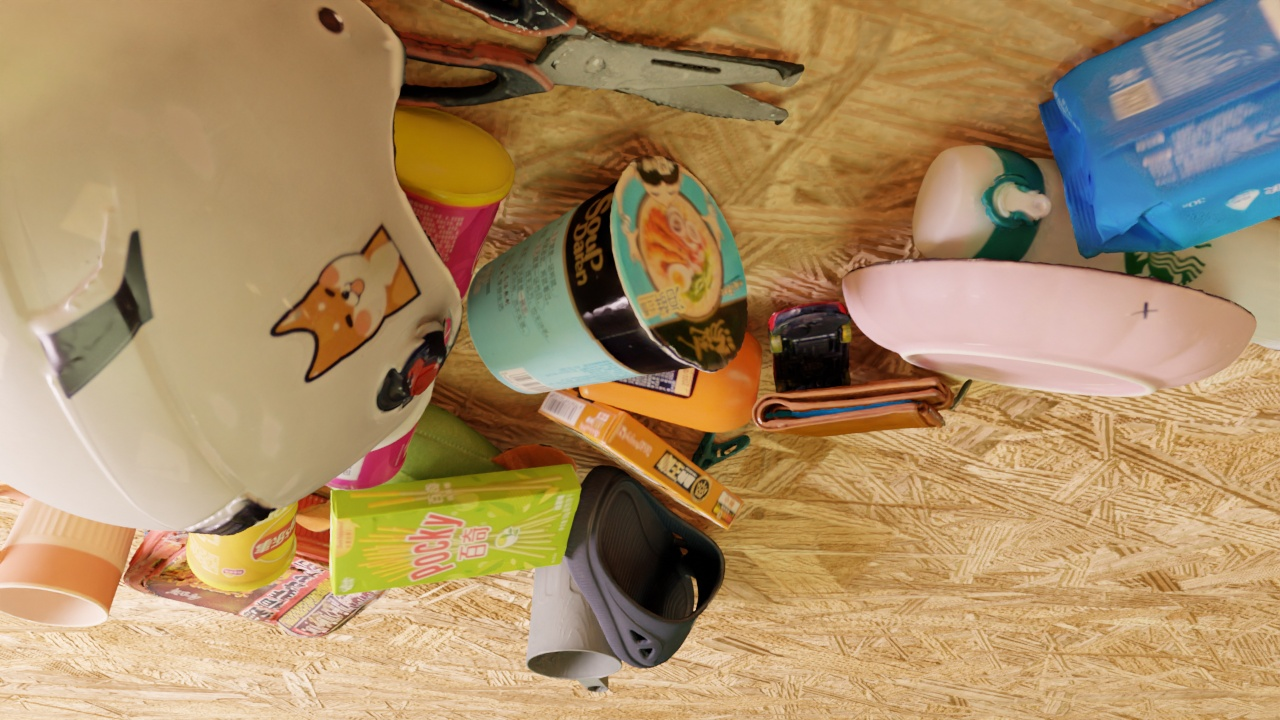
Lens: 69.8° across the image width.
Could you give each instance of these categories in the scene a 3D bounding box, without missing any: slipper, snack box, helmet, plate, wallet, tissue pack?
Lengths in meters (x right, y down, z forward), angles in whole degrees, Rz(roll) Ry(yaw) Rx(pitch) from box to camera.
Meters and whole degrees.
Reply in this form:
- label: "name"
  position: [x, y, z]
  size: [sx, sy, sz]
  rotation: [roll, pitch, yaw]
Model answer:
- label: "slipper"
  position: [0.017, 0.180, 0.743]
  size: [0.083, 0.110, 0.268]
  rotation: [9, 148, 25]
- label: "snack box"
  position: [0.004, 0.068, 0.638]
  size: [0.075, 0.026, 0.153]
  rotation: [21, 167, 47]
- label: "helmet"
  position: [-0.201, -0.029, 0.355]
  size: [0.230, 0.156, 0.275]
  rotation: [15, 126, 11]
- label: "snack box"
  position: [-0.122, 0.111, 0.602]
  size: [0.156, 0.026, 0.086]
  rotation: [-3, 134, -23]
- label: "plate"
  position: [0.198, -0.011, 0.469]
  size: [0.192, 0.039, 0.192]
  rotation: [10, 176, 0]
- label: "wallet"
  position: [0.143, 0.031, 0.566]
  size: [0.119, 0.035, 0.130]
  rotation: [-11, 170, 21]
- label: "tissue pack"
  position: [0.252, -0.104, 0.377]
  size: [0.157, 0.094, 0.052]
  rotation: [-22, 144, 28]

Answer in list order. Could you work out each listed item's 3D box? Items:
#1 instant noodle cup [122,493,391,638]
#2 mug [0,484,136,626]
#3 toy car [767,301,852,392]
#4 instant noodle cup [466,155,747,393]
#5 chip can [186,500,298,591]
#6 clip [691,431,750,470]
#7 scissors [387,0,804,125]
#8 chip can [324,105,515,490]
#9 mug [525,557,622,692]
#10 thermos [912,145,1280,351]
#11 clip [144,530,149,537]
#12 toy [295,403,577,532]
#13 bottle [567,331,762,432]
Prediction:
- label: "instant noodle cup"
  position: [-0.312, 0.161, 0.759]
  size: [0.188, 0.079, 0.165]
  rotation: [24, 138, -30]
- label: "mug"
  position: [-0.451, 0.135, 0.702]
  size: [0.082, 0.105, 0.114]
  rotation: [-29, 135, 34]
- label: "toy car"
  position: [0.103, -0.009, 0.559]
  size: [0.049, 0.031, 0.106]
  rotation: [-10, 154, 7]
- label: "instant noodle cup"
  position: [-0.023, -0.034, 0.478]
  size: [0.121, 0.111, 0.111]
  rotation: [-17, 142, 36]
- label: "chip can"
  position: [-0.251, 0.057, 0.583]
  size: [0.072, 0.072, 0.214]
  rotation: [10, 129, -14]
- label: "clip"
  position: [0.053, 0.067, 0.683]
  size: [0.033, 0.013, 0.054]
  rotation: [19, 138, -23]
- label: "scissors"
  position: [-0.037, -0.142, 0.393]
  size: [0.202, 0.015, 0.206]
  rotation: [-17, 140, 23]
- label: "chip can"
  position: [-0.132, -0.023, 0.476]
  size: [0.071, 0.071, 0.211]
  rotation: [15, 130, -19]
- label: "mug"
  position: [-0.053, 0.235, 0.839]
  size: [0.084, 0.103, 0.124]
  rotation: [-8, 144, 11]
- label: "thermos"
  position: [0.246, -0.057, 0.462]
  size: [0.224, 0.073, 0.073]
  rotation: [11, 143, -13]
- label: "clip"
  position: [-0.418, 0.168, 0.824]
  size: [0.058, 0.042, 0.026]
  rotation: [8, 142, -16]
- label: "toy"
  position: [-0.148, 0.097, 0.663]
  size: [0.227, 0.089, 0.247]
  rotation: [-17, 144, 13]
- label: "bottle"
  position: [-0.003, 0.003, 0.560]
  size: [0.149, 0.066, 0.067]
  rotation: [8, 144, 2]
